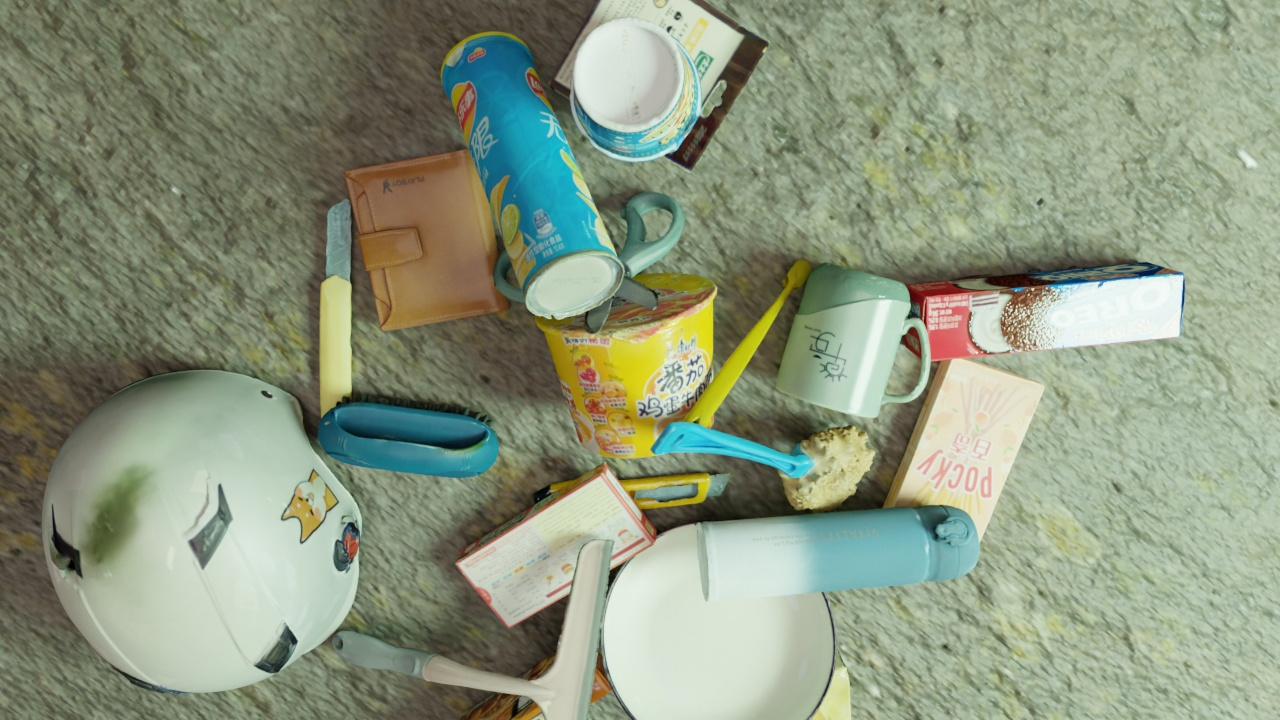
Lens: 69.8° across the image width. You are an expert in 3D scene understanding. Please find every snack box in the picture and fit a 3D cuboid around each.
[{"bbox_3d":[0.128,0.369,0.816,0.114,0.063,0.240,-5,102,0],"label":"snack box"},{"bbox_3d":[-0.093,0.295,0.789,0.154,0.075,0.026,-34,101,5],"label":"snack box"},{"bbox_3d":[-0.072,0.157,0.774,0.156,0.027,0.077,-32,102,14],"label":"snack box"},{"bbox_3d":[0.012,-0.223,0.694,0.125,0.053,0.113,31,100,-8],"label":"snack box"},{"bbox_3d":[0.321,-0.040,0.738,0.207,0.058,0.057,-5,105,0],"label":"snack box"},{"bbox_3d":[0.270,0.079,0.777,0.084,0.026,0.157,17,101,-5],"label":"snack box"}]

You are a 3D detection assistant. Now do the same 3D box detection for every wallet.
[{"bbox_3d":[-0.168,-0.095,0.730,0.108,0.031,0.132,-9,101,-1],"label":"wallet"}]

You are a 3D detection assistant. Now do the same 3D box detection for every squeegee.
[{"bbox_3d":[-0.160,0.254,0.754,0.250,0.040,0.247,5,82,21],"label":"squeegee"}]

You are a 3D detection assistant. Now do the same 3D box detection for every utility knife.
[{"bbox_3d":[-0.247,-0.024,0.747,0.031,0.022,0.213,4,109,-3],"label":"utility knife"},{"bbox_3d":[-0.007,0.113,0.783,0.170,0.015,0.033,-6,105,1],"label":"utility knife"}]

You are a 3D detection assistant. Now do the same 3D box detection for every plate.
[{"bbox_3d":[0.063,0.228,0.758,0.192,0.039,0.192,0,62,0],"label":"plate"}]

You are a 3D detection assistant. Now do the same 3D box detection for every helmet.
[{"bbox_3d":[-0.349,0.150,0.712,0.230,0.156,0.274,-12,102,1],"label":"helmet"}]

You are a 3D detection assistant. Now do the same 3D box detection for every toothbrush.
[{"bbox_3d":[0.083,-0.012,0.702,0.015,0.017,0.189,38,60,-1],"label":"toothbrush"}]

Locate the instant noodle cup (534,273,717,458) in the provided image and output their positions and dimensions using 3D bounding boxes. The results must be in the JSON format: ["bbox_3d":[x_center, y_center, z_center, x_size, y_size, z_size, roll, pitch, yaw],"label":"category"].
[{"bbox_3d":[-0.004,0.004,0.705,0.138,0.138,0.110,-9,110,0],"label":"instant noodle cup"}]

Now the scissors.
[{"bbox_3d":[-0.046,-0.072,0.689,0.181,0.169,0.019,-4,131,19],"label":"scissors"}]

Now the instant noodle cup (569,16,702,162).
[{"bbox_3d":[-0.005,-0.187,0.623,0.099,0.110,0.099,0,99,2],"label":"instant noodle cup"}]

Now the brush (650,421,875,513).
[{"bbox_3d":[0.097,0.073,0.695,0.254,0.046,0.083,16,118,-45],"label":"brush"}]

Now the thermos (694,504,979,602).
[{"bbox_3d":[0.156,0.152,0.737,0.220,0.070,0.070,-5,102,-3],"label":"thermos"}]

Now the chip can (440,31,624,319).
[{"bbox_3d":[-0.079,-0.134,0.644,0.071,0.071,0.210,-25,63,4],"label":"chip can"}]

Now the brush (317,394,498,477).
[{"bbox_3d":[-0.186,0.066,0.738,0.144,0.073,0.055,8,105,-9],"label":"brush"}]

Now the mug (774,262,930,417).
[{"bbox_3d":[0.173,-0.014,0.718,0.112,0.082,0.106,19,98,24],"label":"mug"}]
